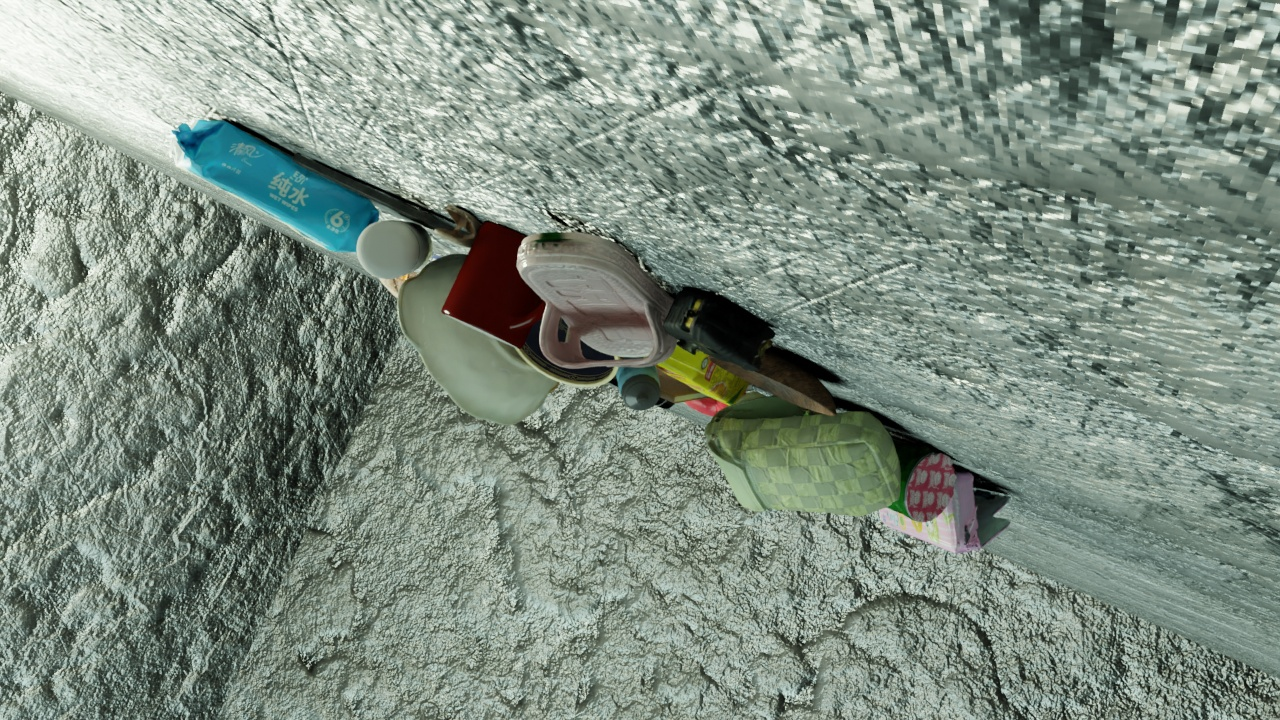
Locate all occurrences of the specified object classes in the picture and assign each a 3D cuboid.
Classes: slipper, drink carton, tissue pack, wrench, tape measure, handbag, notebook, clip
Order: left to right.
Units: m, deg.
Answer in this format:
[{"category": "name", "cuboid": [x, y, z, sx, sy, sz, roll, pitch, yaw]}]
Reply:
[{"category": "tissue pack", "cuboid": [-0.370, -0.177, 0.917, 0.209, 0.066, 0.117, 29, 175, -36]}, {"category": "wrench", "cuboid": [-0.205, -0.133, 0.849, 0.273, 0.018, 0.073, 26, 177, 8]}, {"category": "clip", "cuboid": [-0.150, -0.101, 0.762, 0.025, 0.043, 0.061, 25, 171, 17]}, {"category": "slipper", "cuboid": [-0.026, -0.025, 0.677, 0.094, 0.064, 0.239, 1, 166, 13]}, {"category": "notebook", "cuboid": [0.005, 0.006, 1.052, 0.209, 0.008, 0.141, 21, -162, 39]}, {"category": "drink carton", "cuboid": [0.059, 0.006, 0.893, 0.058, 0.043, 0.134, 25, 178, 28]}, {"category": "tape measure", "cuboid": [0.047, -0.021, 0.640, 0.067, 0.038, 0.063, 27, 176, -32]}, {"category": "handbag", "cuboid": [0.160, 0.085, 0.896, 0.187, 0.116, 0.113, -4, 134, 28]}]

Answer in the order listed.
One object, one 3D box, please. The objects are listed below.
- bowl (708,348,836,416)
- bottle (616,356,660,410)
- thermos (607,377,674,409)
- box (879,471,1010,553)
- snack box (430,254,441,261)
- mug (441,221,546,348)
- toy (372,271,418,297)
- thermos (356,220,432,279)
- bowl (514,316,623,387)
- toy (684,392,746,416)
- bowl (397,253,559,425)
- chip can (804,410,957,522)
[{"category": "bowl", "cuboid": [0.112, 0.010, 0.748, 0.114, 0.026, 0.102, 27, 176, -19]}, {"category": "bottle", "cuboid": [-0.005, 0.005, 0.898, 0.040, 0.040, 0.130, 26, -155, -22]}, {"category": "thermos", "cuboid": [-0.049, -0.008, 1.217, 0.231, 0.061, 0.061, 26, 176, -23]}, {"category": "box", "cuboid": [0.350, 0.157, 1.042, 0.096, 0.085, 0.230, -7, 178, -5]}, {"category": "snack box", "cuboid": [-0.206, -0.098, 1.232, 0.150, 0.027, 0.082, 22, 175, 22]}, {"category": "mug", "cuboid": [-0.104, -0.057, 0.750, 0.106, 0.082, 0.073, 21, 175, 43]}, {"category": "toy", "cuboid": [-0.268, -0.083, 1.226, 0.264, 0.065, 0.196, 30, 169, 19]}, {"category": "thermos", "cuboid": [-0.232, -0.108, 0.879, 0.052, 0.052, 0.224, 25, -177, -12]}, {"category": "bowl", "cuboid": [-0.062, -0.034, 0.873, 0.112, 0.061, 0.113, 15, 141, 12]}, {"category": "toy", "cuboid": [0.088, 0.042, 1.085, 0.091, 0.045, 0.135, 3, -158, -43]}, {"category": "bowl", "cuboid": [-0.140, -0.033, 0.933, 0.060, 0.188, 0.219, -24, 150, 32]}, {"category": "chip can", "cuboid": [0.218, 0.101, 0.971, 0.075, 0.075, 0.223, 28, 175, -37]}]
